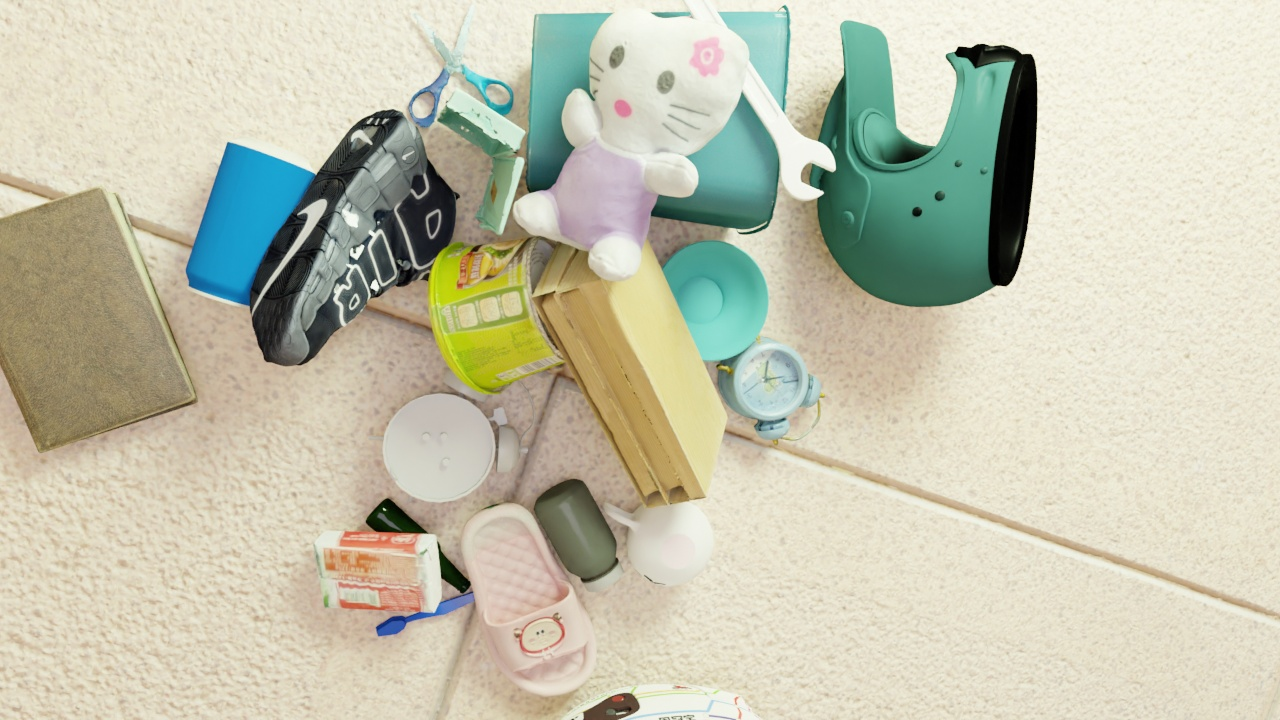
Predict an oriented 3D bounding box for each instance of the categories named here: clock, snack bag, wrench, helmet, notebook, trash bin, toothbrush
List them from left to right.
[{"bbox_3d":[-0.535,-0.032,0.835,0.190,0.034,0.215,-19,99,-8],"label":"notebook"},{"bbox_3d":[-0.253,0.205,0.891,0.116,0.036,0.077,1,112,5],"label":"snack bag"},{"bbox_3d":[-0.179,0.072,0.902,0.159,0.061,0.120,-30,100,-6],"label":"clock"},{"bbox_3d":[-0.180,0.246,0.943,0.186,0.011,0.016,-18,98,-9],"label":"toothbrush"},{"bbox_3d":[-0.002,0.434,0.880,0.314,0.236,0.231,-6,100,-19],"label":"helmet"},{"bbox_3d":[0.008,-0.224,0.854,0.218,0.199,0.196,3,94,-5],"label":"trash bin"},{"bbox_3d":[0.075,-0.251,0.757,0.047,0.009,0.273,-34,92,3],"label":"wrench"},{"bbox_3d":[0.139,0.030,0.966,0.088,0.052,0.124,-43,101,-7],"label":"clock"},{"bbox_3d":[0.266,-0.190,0.898,0.176,0.200,0.275,-28,122,-52],"label":"helmet"}]

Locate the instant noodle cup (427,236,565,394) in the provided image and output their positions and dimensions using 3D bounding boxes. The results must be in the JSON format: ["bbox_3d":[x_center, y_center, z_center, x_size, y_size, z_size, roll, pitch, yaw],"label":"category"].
[{"bbox_3d":[-0.118,-0.048,0.849,0.098,0.146,0.146,-13,99,19],"label":"instant noodle cup"}]

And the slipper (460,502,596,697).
[{"bbox_3d":[-0.116,0.247,0.928,0.106,0.056,0.222,-23,105,-9],"label":"slipper"}]

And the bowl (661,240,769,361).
[{"bbox_3d":[0.067,-0.062,0.946,0.121,0.046,0.121,-1,95,-11],"label":"bowl"}]

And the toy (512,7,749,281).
[{"bbox_3d":[-0.002,-0.172,0.725,0.138,0.085,0.209,33,104,22],"label":"toy"}]

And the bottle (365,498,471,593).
[{"bbox_3d":[-0.219,0.189,0.919,0.123,0.033,0.033,45,86,-12],"label":"bottle"}]

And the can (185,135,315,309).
[{"bbox_3d":[-0.356,-0.125,0.839,0.079,0.079,0.146,19,91,-12],"label":"can"}]

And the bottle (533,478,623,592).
[{"bbox_3d":[-0.061,0.179,0.936,0.060,0.060,0.108,-29,100,-8],"label":"bottle"}]

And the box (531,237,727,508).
[{"bbox_3d":[-0.007,0.005,0.856,0.092,0.127,0.249,-11,122,28],"label":"box"}]

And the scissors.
[{"bbox_3d":[-0.186,-0.280,0.891,0.127,0.014,0.127,-38,102,-4],"label":"scissors"}]

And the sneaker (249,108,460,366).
[{"bbox_3d":[-0.244,-0.088,0.841,0.151,0.097,0.252,41,66,-44],"label":"sneaker"}]

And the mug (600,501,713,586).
[{"bbox_3d":[0.015,0.178,0.942,0.124,0.076,0.090,29,89,-12],"label":"mug"}]

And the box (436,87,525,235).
[{"bbox_3d":[-0.149,-0.176,0.816,0.078,0.187,0.113,9,101,-16],"label":"box"}]
